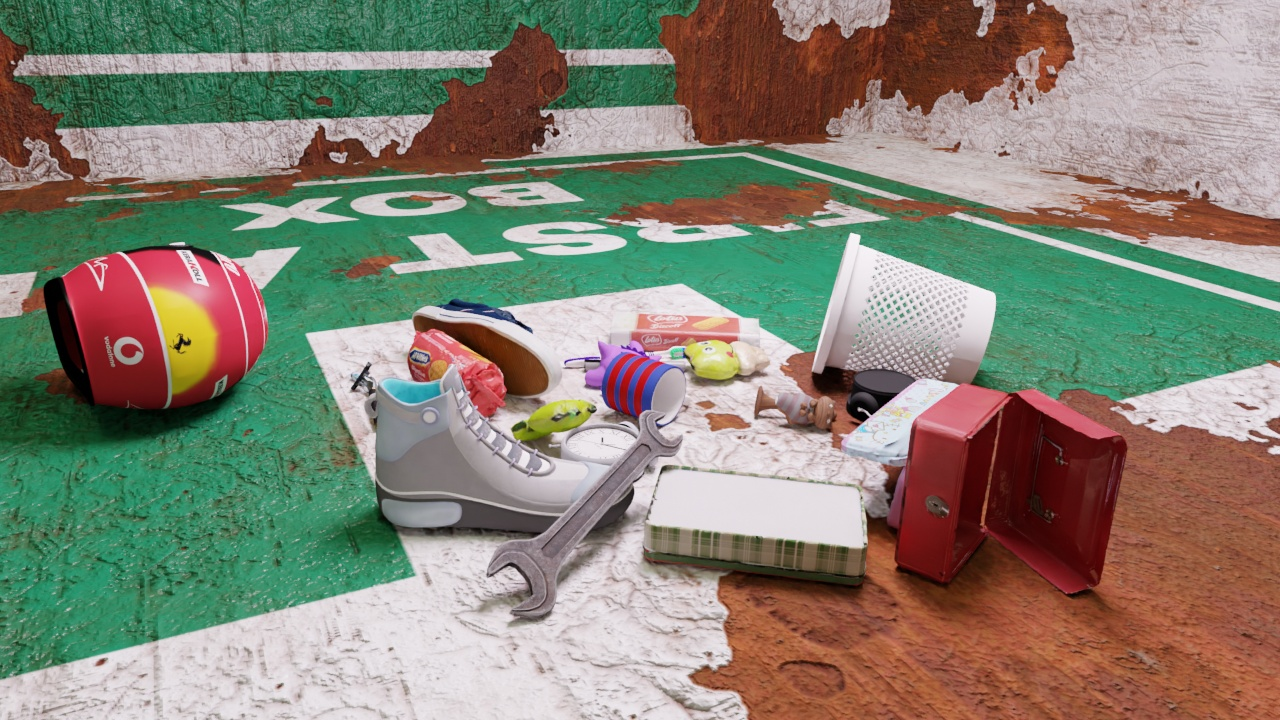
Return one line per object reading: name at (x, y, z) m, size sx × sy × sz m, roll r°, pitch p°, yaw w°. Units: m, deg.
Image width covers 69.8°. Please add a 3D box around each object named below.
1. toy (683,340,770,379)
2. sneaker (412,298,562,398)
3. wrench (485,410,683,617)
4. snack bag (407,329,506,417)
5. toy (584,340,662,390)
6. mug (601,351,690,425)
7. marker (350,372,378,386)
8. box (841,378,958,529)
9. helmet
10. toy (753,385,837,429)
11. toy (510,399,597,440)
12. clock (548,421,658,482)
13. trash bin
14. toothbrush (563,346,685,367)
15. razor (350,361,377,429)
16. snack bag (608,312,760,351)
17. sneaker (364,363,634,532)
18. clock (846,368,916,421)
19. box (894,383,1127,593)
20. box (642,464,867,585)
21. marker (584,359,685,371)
toy at (0.122, -0.002, 1.266) m, size 0.117 × 0.043 × 0.092 m, roll -1°, pitch 21°, yaw -10°
sneaker at (-0.182, -0.030, 1.244) m, size 0.127 × 0.121 × 0.295 m, roll -31°, pitch 34°, yaw -32°
wrench at (-0.042, 0.132, 0.853) m, size 0.070 × 0.010 × 0.272 m, roll 38°, pitch 48°, yaw 9°
snack bag at (-0.236, 0.019, 1.157) m, size 0.082 × 0.082 × 0.176 m, roll -15°, pitch 27°, yaw -35°
toy at (-0.021, 0.006, 1.219) m, size 0.088 × 0.056 × 0.105 m, roll 19°, pitch 48°, yaw 15°
mug at (0.014, 0.037, 1.142) m, size 0.076 × 0.075 × 0.111 m, roll 17°, pitch 1°, yaw 34°
marker at (-0.335, 0.038, 1.186) m, size 0.142 × 0.013 × 0.013 m, roll 20°, pitch 28°, yaw 40°
box at (0.288, 0.089, 0.973) m, size 0.093 × 0.090 × 0.213 m, roll 24°, pitch 31°, yaw 31°
helmet at (-0.587, -0.045, 1.138) m, size 0.224 × 0.198 × 0.271 m, roll -16°, pitch 19°, yaw -35°
toy at (0.193, 0.059, 1.122) m, size 0.102 × 0.041 × 0.055 m, roll 10°, pitch 0°, yaw 1°
toy at (-0.101, 0.069, 1.050) m, size 0.094 × 0.036 × 0.094 m, roll -13°, pitch -10°, yaw -26°
clock at (-0.032, 0.100, 1.013) m, size 0.122 × 0.035 × 0.094 m, roll -14°, pitch 27°, yaw -31°
trash bin at (0.356, -0.053, 1.240) m, size 0.200 × 0.196 × 0.195 m, roll 15°, pitch 24°, yaw 9°
toothbrush at (-0.017, -0.004, 1.302) m, size 0.186 × 0.015 × 0.016 m, roll -6°, pitch 28°, yaw -16°
razor at (-0.334, 0.050, 1.145) m, size 0.022 × 0.043 × 0.144 m, roll 29°, pitch 10°, yaw -35°
snack bag at (0.066, -0.041, 1.365) m, size 0.225 × 0.041 × 0.077 m, roll 4°, pitch 24°, yaw 3°
sneaker at (-0.134, 0.081, 0.892) m, size 0.257 × 0.160 × 0.093 m, roll 0°, pitch 22°, yaw 1°
clock at (0.306, 0.049, 1.146) m, size 0.091 × 0.043 × 0.120 m, roll 4°, pitch 22°, yaw 8°
box at (0.310, 0.116, 0.835) m, size 0.165 × 0.157 × 0.151 m, roll -6°, pitch 21°, yaw -12°
box at (0.109, 0.155, 0.872) m, size 0.205 × 0.050 × 0.117 m, roll 3°, pitch 25°, yaw 8°
marker at (-0.008, 0.007, 1.272) m, size 0.140 × 0.016 × 0.016 m, roll 1°, pitch 22°, yaw -2°
